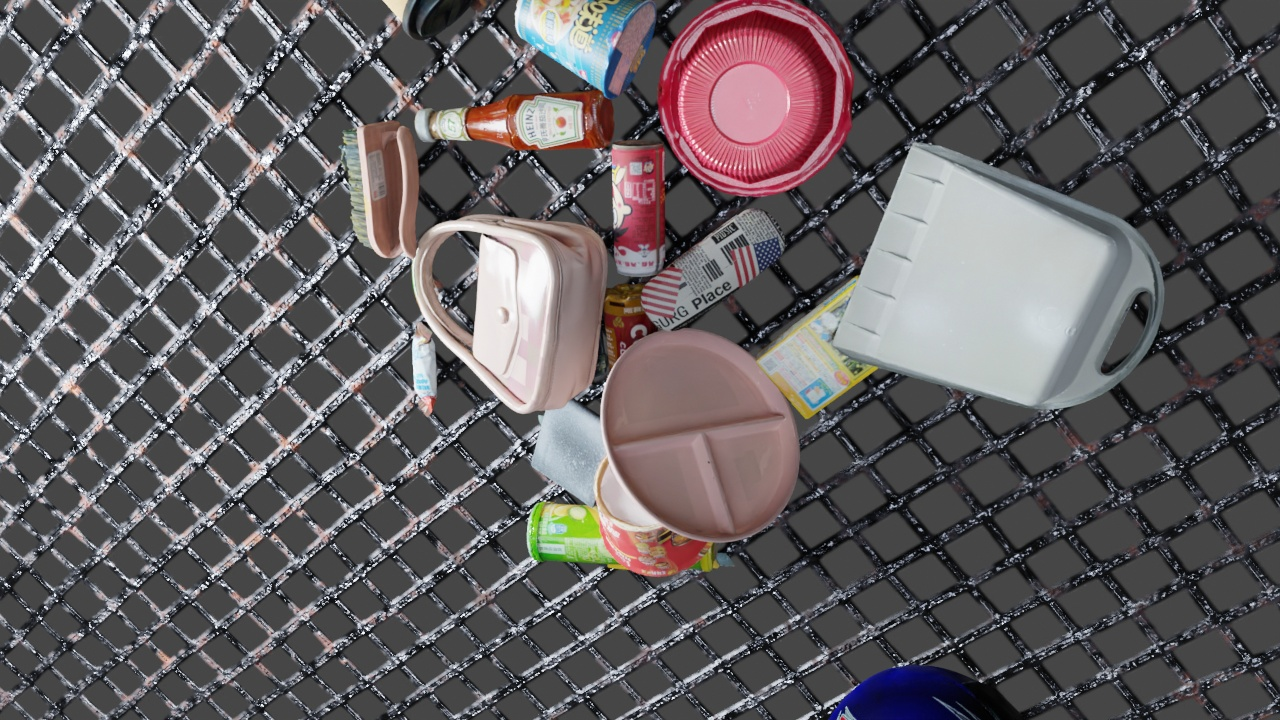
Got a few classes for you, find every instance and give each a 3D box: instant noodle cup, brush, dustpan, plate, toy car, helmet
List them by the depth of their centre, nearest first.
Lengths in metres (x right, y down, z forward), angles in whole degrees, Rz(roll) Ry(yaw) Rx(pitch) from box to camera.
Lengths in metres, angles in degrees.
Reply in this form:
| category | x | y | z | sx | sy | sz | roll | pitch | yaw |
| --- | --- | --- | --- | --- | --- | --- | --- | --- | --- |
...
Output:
| category | x | y | z | sx | sy | sz | roll | pitch | yaw |
| --- | --- | --- | --- | --- | --- | --- | --- | --- | --- |
| instant noodle cup | -0.055 | -0.319 | 0.874 | 0.110 | 0.099 | 0.099 | 30 | 114 | 9 |
| instant noodle cup | 0.107 | -0.248 | 0.877 | 0.194 | 0.065 | 0.194 | 4 | 111 | 10 |
| dustpan | 0.365 | -0.064 | 0.903 | 0.258 | 0.142 | 0.223 | 28 | 109 | 27 |
| plate | 0.061 | 0.075 | 0.942 | 0.229 | 0.228 | 0.028 | 41 | 146 | -5 |
| brush | -0.273 | -0.180 | 0.985 | 0.073 | 0.063 | 0.146 | 9 | 113 | 20 |
| instant noodle cup | 0.011 | 0.151 | 0.990 | 0.138 | 0.137 | 0.109 | 0 | 150 | 12 |
| helmet | 0.345 | 0.481 | 1.001 | 0.315 | 0.239 | 0.248 | 41 | 112 | 7 |
| toy car | -0.059 | -0.025 | 1.014 | 0.043 | 0.034 | 0.091 | -4 | 108 | 16 |

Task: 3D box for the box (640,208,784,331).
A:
| category | x | y | z | sx | sy | sz | roll | pitch | yaw |
| --- | --- | --- | --- | --- | --- | --- | --- | --- | --- |
| box | 0.073 | -0.093 | 0.944 | 0.164 | 0.051 | 0.068 | -34 | 118 | 4 |

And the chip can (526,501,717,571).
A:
| category | x | y | z | sx | sy | sz | roll | pitch | yaw |
| --- | --- | --- | --- | --- | --- | --- | --- | --- | --- |
| chip can | -0.023 | 0.205 | 1.073 | 0.221 | 0.072 | 0.073 | 1 | 110 | 11 |

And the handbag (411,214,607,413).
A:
| category | x | y | z | sx | sy | sz | roll | pitch | yaw |
| --- | --- | --- | --- | --- | --- | --- | --- | --- | --- |
| handbag | -0.153 | -0.068 | 0.984 | 0.234 | 0.093 | 0.194 | 24 | 117 | 27 |

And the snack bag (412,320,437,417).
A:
| category | x | y | z | sx | sy | sz | roll | pitch | yaw |
| --- | --- | --- | --- | --- | --- | --- | --- | --- | --- |
| snack bag | -0.251 | 0.009 | 1.067 | 0.026 | 0.048 | 0.104 | -11 | 116 | -27 |

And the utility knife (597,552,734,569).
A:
| category | x | y | z | sx | sy | sz | roll | pitch | yaw |
| --- | --- | --- | --- | --- | --- | --- | --- | --- | --- |
| utility knife | 0.028 | 0.238 | 1.105 | 0.172 | 0.015 | 0.033 | 0 | 116 | 11 |

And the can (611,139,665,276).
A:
| category | x | y | z | sx | sy | sz | roll | pitch | yaw |
| --- | --- | --- | --- | --- | --- | --- | --- | --- | --- |
| can | -0.001 | -0.156 | 0.941 | 0.053 | 0.053 | 0.133 | 3 | 111 | 11 |

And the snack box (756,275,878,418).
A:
| category | x | y | z | sx | sy | sz | roll | pitch | yaw |
| --- | --- | --- | --- | --- | --- | --- | --- | --- | --- |
| snack box | 0.201 | -0.012 | 0.964 | 0.141 | 0.033 | 0.087 | -40 | 98 | 24 |

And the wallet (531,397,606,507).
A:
| category | x | y | z | sx | sy | sz | roll | pitch | yaw |
| --- | --- | --- | --- | --- | --- | --- | --- | --- | --- |
| wallet | -0.076 | 0.100 | 1.050 | 0.097 | 0.019 | 0.121 | 32 | 125 | 19 |

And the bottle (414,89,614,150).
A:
| category | x | y | z | sx | sy | sz | roll | pitch | yaw |
| --- | --- | --- | --- | --- | --- | --- | --- | --- | --- |
| bottle | -0.131 | -0.242 | 0.934 | 0.206 | 0.059 | 0.060 | 2 | 111 | 15 |

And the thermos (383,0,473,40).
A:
| category | x | y | z | sx | sy | sz | roll | pitch | yaw |
| --- | --- | --- | --- | --- | --- | --- | --- | --- | --- |
| thermos | -0.229 | -0.383 | 0.889 | 0.143 | 0.092 | 0.093 | 44 | 113 | 2 |

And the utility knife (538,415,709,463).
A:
| category | x | y | z | sx | sy | sz | roll | pitch | yaw |
| --- | --- | --- | --- | --- | --- | --- | --- | --- | --- |
| utility knife | -0.015 | 0.093 | 1.060 | 0.218 | 0.013 | 0.029 | 9 | 114 | 9 |

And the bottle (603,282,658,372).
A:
| category | x | y | z | sx | sy | sz | roll | pitch | yaw |
| --- | --- | --- | --- | --- | --- | --- | --- | --- | --- |
| bottle | -0.006 | 0.006 | 1.001 | 0.057 | 0.057 | 0.175 | 0 | 110 | 12 |
